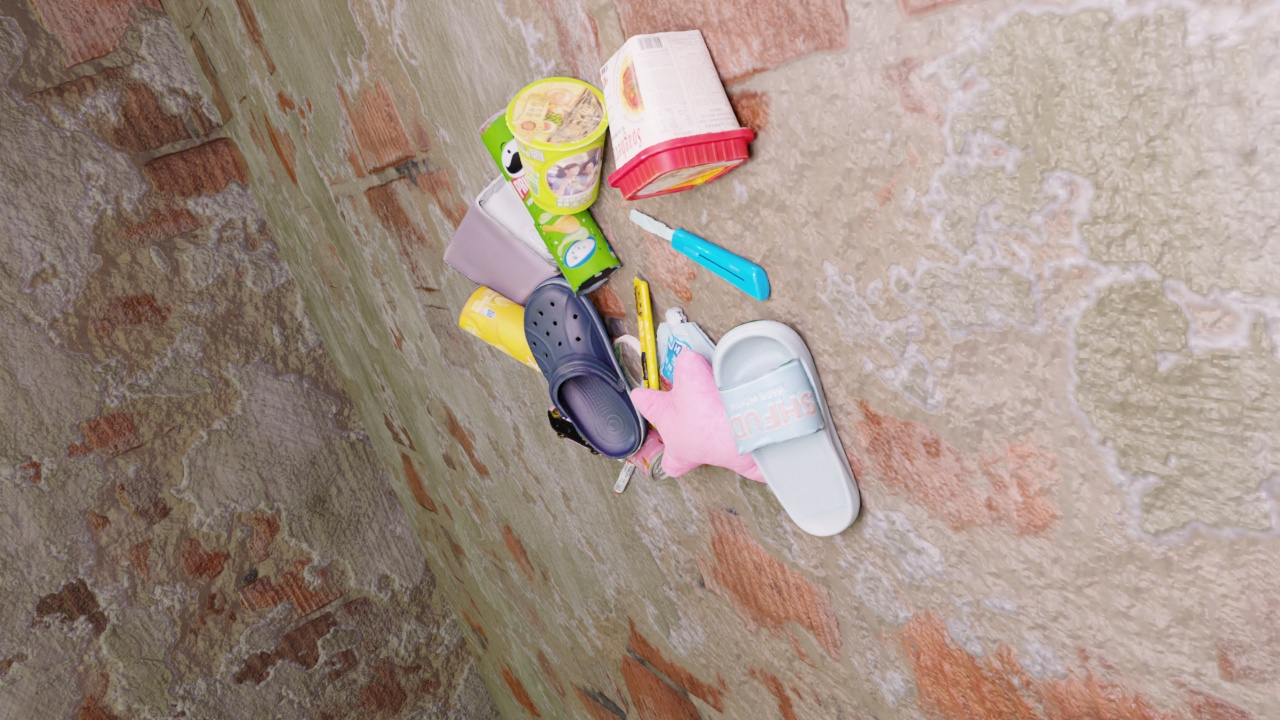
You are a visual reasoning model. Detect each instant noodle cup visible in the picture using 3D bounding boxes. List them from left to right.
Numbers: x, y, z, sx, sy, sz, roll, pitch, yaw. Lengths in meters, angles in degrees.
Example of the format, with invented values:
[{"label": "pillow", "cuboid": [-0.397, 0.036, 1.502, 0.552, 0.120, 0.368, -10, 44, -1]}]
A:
[{"label": "instant noodle cup", "cuboid": [-0.089, -0.231, 1.027, 0.111, 0.111, 0.124, 48, 158, 25]}, {"label": "instant noodle cup", "cuboid": [0.025, -0.223, 0.833, 0.116, 0.116, 0.124, -16, 89, 63]}]

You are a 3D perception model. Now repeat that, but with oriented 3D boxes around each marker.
[{"label": "marker", "cuboid": [-0.021, 0.168, 1.386, 0.017, 0.017, 0.146, 52, 152, 18]}]

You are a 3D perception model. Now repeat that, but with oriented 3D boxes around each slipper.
[{"label": "slipper", "cuboid": [-0.080, 0.020, 1.168, 0.105, 0.095, 0.253, -24, 100, 21]}, {"label": "slipper", "cuboid": [0.141, 0.077, 0.915, 0.104, 0.074, 0.245, -18, 105, 34]}]

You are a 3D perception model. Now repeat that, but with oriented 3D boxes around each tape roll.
[{"label": "tape roll", "cuboid": [-0.007, 0.007, 1.208, 0.086, 0.013, 0.086, 42, 148, 33]}]

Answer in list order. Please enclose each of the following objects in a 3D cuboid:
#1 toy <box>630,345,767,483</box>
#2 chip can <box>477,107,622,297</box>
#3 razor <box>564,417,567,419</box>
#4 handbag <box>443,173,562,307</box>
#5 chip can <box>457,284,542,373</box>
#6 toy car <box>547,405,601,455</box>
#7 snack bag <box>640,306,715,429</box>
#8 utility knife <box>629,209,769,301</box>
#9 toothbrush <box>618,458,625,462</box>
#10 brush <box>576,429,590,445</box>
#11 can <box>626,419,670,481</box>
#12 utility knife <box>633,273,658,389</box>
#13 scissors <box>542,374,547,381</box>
[{"label": "toy", "cuboid": [0.082, 0.062, 1.020, 0.195, 0.074, 0.179, -2, 120, 34]}, {"label": "chip can", "cuboid": [-0.111, -0.196, 1.129, 0.236, 0.072, 0.072, 59, 154, 3]}, {"label": "razor", "cuboid": [-0.112, 0.015, 1.377, 0.042, 0.022, 0.143, -118, 23, -68]}, {"label": "handbag", "cuboid": [-0.171, -0.156, 1.244, 0.145, 0.098, 0.197, 46, 153, -6]}, {"label": "chip can", "cuboid": [-0.143, -0.026, 1.263, 0.213, 0.071, 0.072, 30, 147, 7]}, {"label": "toy car", "cuboid": [-0.096, 0.106, 1.440, 0.122, 0.037, 0.056, 23, 141, 33]}, {"label": "snack bag", "cuboid": [0.049, 0.023, 1.102, 0.110, 0.038, 0.191, 55, 150, 25]}, {"label": "utility knife", "cuboid": [0.055, -0.120, 0.973, 0.225, 0.018, 0.034, 36, 145, 43]}, {"label": "toothbrush", "cuboid": [-0.075, 0.075, 1.394, 0.187, 0.016, 0.017, 55, 143, 13]}, {"label": "brush", "cuboid": [-0.082, 0.054, 1.345, 0.073, 0.055, 0.144, -124, 15, -70]}, {"label": "can", "cuboid": [-0.011, 0.103, 1.258, 0.147, 0.057, 0.058, 38, 146, 38]}, {"label": "utility knife", "cuboid": [0.005, -0.027, 1.102, 0.033, 0.015, 0.156, -175, 78, -68]}, {"label": "scissors", "cuboid": [-0.190, -0.042, 1.473, 0.234, 0.021, 0.153, 44, 148, 31]}]
